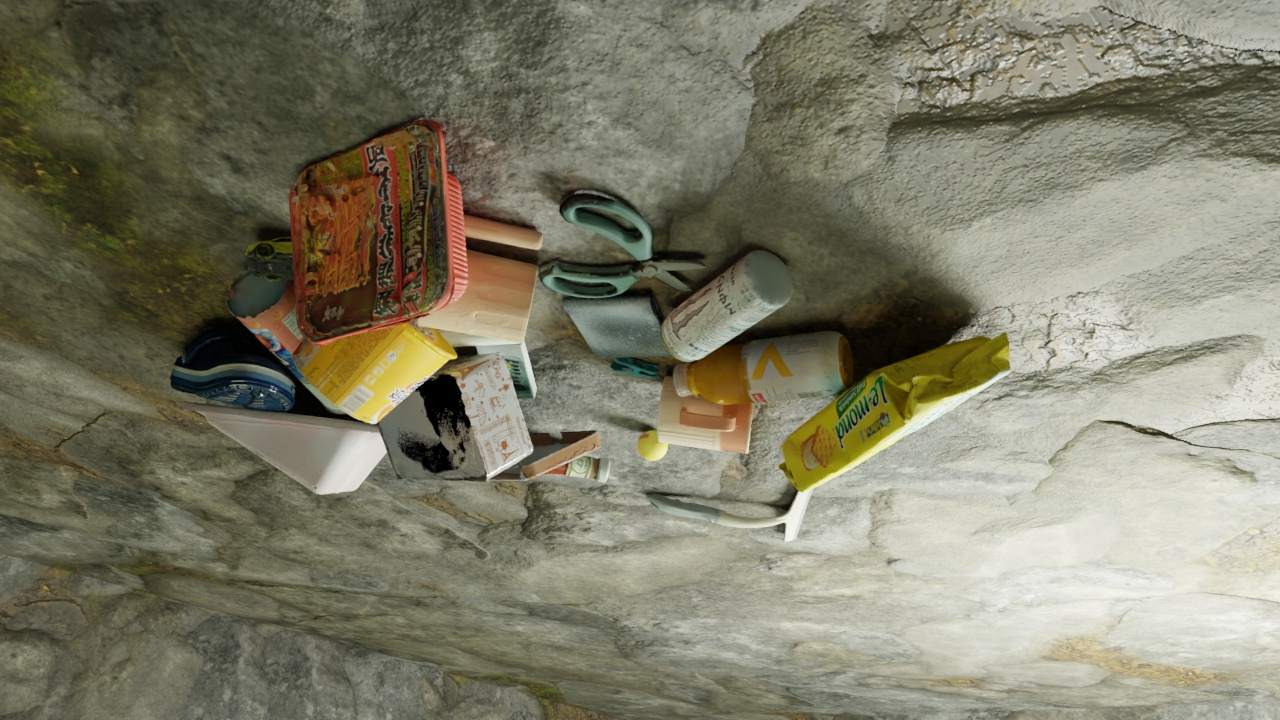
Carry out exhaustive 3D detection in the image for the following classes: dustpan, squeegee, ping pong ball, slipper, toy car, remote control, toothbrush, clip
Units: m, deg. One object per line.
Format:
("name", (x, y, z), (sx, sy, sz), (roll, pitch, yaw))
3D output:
("dustpan", (-0.423, 0.077, 1.211), (0.273, 0.138, 0.222), (35, 174, -1))
("squeegee", (0.129, 0.233, 1.399), (0.246, 0.039, 0.247), (5, 150, 5))
("ping pong ball", (0.016, 0.112, 1.210), (0.040, 0.040, 0.040), (6, 151, 3))
("slipper", (-0.487, 0.007, 1.103), (0.105, 0.095, 0.253), (14, 171, -41))
("toy car", (-0.341, -0.104, 0.925), (0.105, 0.032, 0.048), (0, 152, -10))
("remote control", (-0.159, 0.006, 1.086), (0.056, 0.019, 0.135), (6, 151, 4))
("toothbrush", (-0.239, -0.025, 1.009), (0.221, 0.026, 0.026), (-4, 160, 2))
("clip", (-0.006, 0.007, 1.059), (0.055, 0.013, 0.039), (12, 151, -8))

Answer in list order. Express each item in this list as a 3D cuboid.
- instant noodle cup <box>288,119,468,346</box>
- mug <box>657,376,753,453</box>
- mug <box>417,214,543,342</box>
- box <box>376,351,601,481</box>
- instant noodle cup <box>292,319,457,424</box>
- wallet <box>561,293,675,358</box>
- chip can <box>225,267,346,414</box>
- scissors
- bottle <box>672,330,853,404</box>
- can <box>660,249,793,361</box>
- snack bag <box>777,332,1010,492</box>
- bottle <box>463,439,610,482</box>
("instant noodle cup", (-0.220, -0.102, 0.792), (0.189, 0.164, 0.079), (-11, 169, 30))
("mug", (0.075, 0.064, 1.051), (0.106, 0.082, 0.114), (6, -174, 7))
("mug", (-0.154, -0.081, 0.886), (0.103, 0.084, 0.125), (11, 124, -9))
("box", (-0.187, 0.061, 1.096), (0.181, 0.158, 0.207), (-7, -171, 43))
("instant noodle cup", (-0.273, -0.010, 0.930), (0.138, 0.110, 0.138), (43, 180, -1))
("wallet", (-0.020, -0.035, 0.985), (0.097, 0.019, 0.121), (0, 151, 17))
("chip can", (-0.380, -0.019, 1.042), (0.071, 0.071, 0.215), (1, 149, 12))
("scissors", (-0.028, -0.105, 0.862), (0.170, 0.019, 0.181), (0, 149, 16))
("bottle", (0.128, 0.011, 0.979), (0.190, 0.067, 0.068), (-7, 148, 25))
("can", (0.081, -0.050, 0.892), (0.058, 0.058, 0.147), (22, 148, -24))
("snack bag", (0.257, 0.052, 0.963), (0.157, 0.068, 0.247), (-21, 165, -32))
("bottle", (-0.145, 0.134, 1.270), (0.206, 0.059, 0.060), (12, 150, -8))
